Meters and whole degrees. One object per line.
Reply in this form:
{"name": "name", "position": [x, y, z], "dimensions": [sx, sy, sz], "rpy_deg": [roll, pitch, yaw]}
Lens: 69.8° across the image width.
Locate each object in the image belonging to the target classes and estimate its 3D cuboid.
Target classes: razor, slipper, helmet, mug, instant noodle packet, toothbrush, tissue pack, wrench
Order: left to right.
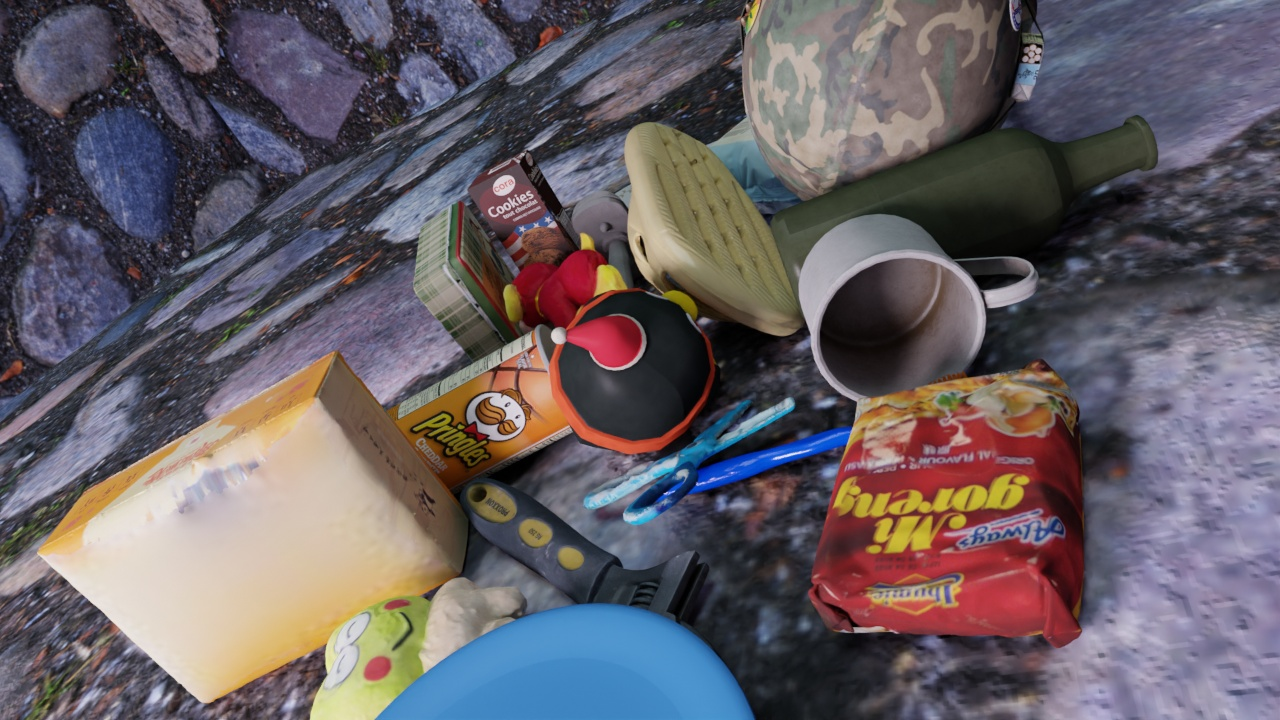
{"name": "wrench", "position": [-0.038, 0.108, 0.485], "dimensions": [0.073, 0.022, 0.274], "rpy_deg": [-47, 29, -17]}
{"name": "razor", "position": [-0.015, -0.067, 0.736], "dimensions": [0.047, 0.088, 0.116], "rpy_deg": [-23, 46, 17]}
{"name": "slipper", "position": [0.032, -0.088, 0.658], "dimensions": [0.079, 0.111, 0.261], "rpy_deg": [-56, 30, 28]}
{"name": "toothbrush", "position": [0.082, 0.043, 0.472], "dimensions": [0.183, 0.018, 0.016], "rpy_deg": [-21, 13, 22]}
{"name": "tissue pack", "position": [0.143, -0.188, 0.764], "dimensions": [0.181, 0.070, 0.112], "rpy_deg": [-40, 26, -23]}
{"name": "helmet", "position": [0.163, -0.210, 0.614], "dimensions": [0.193, 0.224, 0.236], "rpy_deg": [20, 8, 10]}
{"name": "mug", "position": [0.140, -0.033, 0.472], "dimensions": [0.113, 0.084, 0.070], "rpy_deg": [-19, 25, 11]}
{"name": "instant noodle packet", "position": [0.127, 0.055, 0.377], "dimensions": [0.099, 0.040, 0.135], "rpy_deg": [-7, 33, 29]}

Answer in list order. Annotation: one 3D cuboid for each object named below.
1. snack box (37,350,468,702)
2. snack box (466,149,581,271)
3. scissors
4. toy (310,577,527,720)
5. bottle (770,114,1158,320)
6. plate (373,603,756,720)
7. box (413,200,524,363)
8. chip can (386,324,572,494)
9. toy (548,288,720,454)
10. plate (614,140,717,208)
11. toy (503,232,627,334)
{"name": "snack box", "position": [-0.226, 0.107, 0.551], "dimensions": [0.195, 0.145, 0.080], "rpy_deg": [-28, 25, 8]}
{"name": "snack box", "position": [-0.082, -0.100, 0.769], "dimensions": [0.051, 0.141, 0.031], "rpy_deg": [-21, 27, 21]}
{"name": "scissors", "position": [0.024, 0.055, 0.491], "dimensions": [0.134, 0.012, 0.134], "rpy_deg": [-27, 6, 9]}
{"name": "toy", "position": [-0.112, 0.149, 0.468], "dimensions": [0.115, 0.046, 0.092], "rpy_deg": [-21, 25, 4]}
{"name": "bottle", "position": [0.182, -0.086, 0.525], "dimensions": [0.207, 0.071, 0.071], "rpy_deg": [-20, 27, 11]}
{"name": "plate", "position": [-0.051, 0.190, 0.338], "dimensions": [0.225, 0.024, 0.223], "rpy_deg": [-24, 30, 15]}
{"name": "box", "position": [-0.144, -0.064, 0.808], "dimensions": [0.050, 0.117, 0.205], "rpy_deg": [-34, 23, 5]}
{"name": "chip can", "position": [-0.142, 0.059, 0.627], "dimensions": [0.215, 0.075, 0.075], "rpy_deg": [-28, 25, 8]}
{"name": "toy", "position": [-0.003, 0.003, 0.526], "dimensions": [0.099, 0.097, 0.119], "rpy_deg": [-52, -3, -17]}
{"name": "plate", "position": [0.002, -0.152, 0.890], "dimensions": [0.243, 0.016, 0.242], "rpy_deg": [-28, 17, 9]}
{"name": "toy", "position": [-0.052, -0.044, 0.688], "dimensions": [0.137, 0.067, 0.105], "rpy_deg": [26, 105, 51]}
